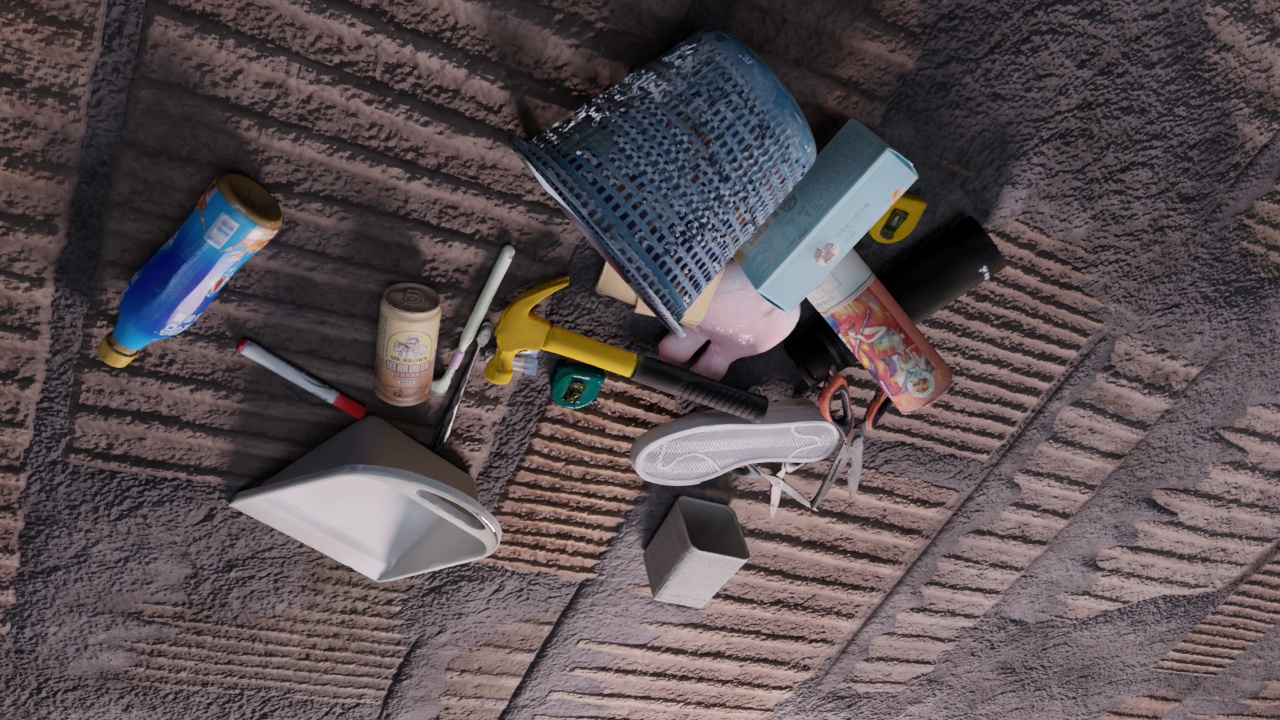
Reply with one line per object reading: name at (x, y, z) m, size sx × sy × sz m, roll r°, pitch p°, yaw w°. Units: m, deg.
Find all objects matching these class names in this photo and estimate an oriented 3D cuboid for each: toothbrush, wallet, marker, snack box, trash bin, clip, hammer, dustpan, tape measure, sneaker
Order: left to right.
marker at (-0.344, 0.020, 0.937) m, size 0.017 × 0.017 × 0.145 m, roll -41°, pitch 125°, yaw 17°
dustpan at (-0.282, 0.178, 0.996) m, size 0.258 × 0.142 × 0.222 m, roll -39°, pitch 126°, yaw 14°
toothbrush at (-0.193, 0.033, 0.987) m, size 0.015 × 0.018 × 0.181 m, roll 16°, pitch 123°, yaw -21°
toothbrush at (-0.172, -0.039, 0.936) m, size 0.029 × 0.020 × 0.190 m, roll -4°, pitch 133°, yaw -51°
clip at (-0.137, -0.001, 0.974) m, size 0.058 × 0.043 × 0.027 m, roll 10°, pitch 126°, yaw -12°
tape measure at (-0.071, 0.028, 1.009) m, size 0.058 × 0.025 × 0.055 m, roll 11°, pitch 122°, yaw -21°
hammer at (-0.006, 0.006, 0.961) m, size 0.300 × 0.032 × 0.129 m, roll 19°, pitch 108°, yaw -12°
wallet at (0.017, -0.081, 0.930) m, size 0.115 × 0.024 × 0.087 m, roll 19°, pitch 126°, yaw -4°
trash bin at (0.033, -0.165, 0.789) m, size 0.195 × 0.226 × 0.226 m, roll -41°, pitch 127°, yaw 1°
sneaker at (0.101, 0.078, 1.053) m, size 0.242 × 0.090 × 0.090 m, roll -6°, pitch 123°, yaw -13°
snack box at (0.166, -0.133, 0.847) m, size 0.051 × 0.074 × 0.175 m, roll 29°, pitch 112°, yaw -33°
tape measure at (0.263, -0.150, 0.960) m, size 0.060 × 0.028 × 0.057 m, roll 9°, pitch 124°, yaw -20°

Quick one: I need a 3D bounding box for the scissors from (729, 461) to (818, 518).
scissors at (0.174, 0.148, 1.159) m, size 0.180 × 0.014 × 0.160 m, roll 23°, pitch 137°, yaw -20°

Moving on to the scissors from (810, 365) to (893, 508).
scissors at (0.245, 0.072, 1.036) m, size 0.189 × 0.015 × 0.227 m, roll -40°, pitch 134°, yaw -9°

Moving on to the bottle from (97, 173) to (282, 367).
bottle at (-0.410, -0.072, 0.820) m, size 0.219 × 0.065 × 0.065 m, roll -41°, pitch 126°, yaw 17°

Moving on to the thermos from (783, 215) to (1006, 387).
thermos at (0.278, -0.059, 1.018) m, size 0.243 × 0.068 × 0.090 m, roll -34°, pitch 159°, yaw 14°

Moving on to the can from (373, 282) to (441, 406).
can at (-0.232, -0.015, 0.913) m, size 0.058 × 0.058 × 0.116 m, roll 3°, pitch 125°, yaw -17°

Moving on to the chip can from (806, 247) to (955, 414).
chip can at (0.231, -0.046, 0.944) m, size 0.071 × 0.071 × 0.214 m, roll -39°, pitch 98°, yaw 15°

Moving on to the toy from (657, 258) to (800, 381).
toy at (0.093, -0.040, 0.982) m, size 0.121 × 0.054 × 0.160 m, roll 37°, pitch 114°, yaw -26°

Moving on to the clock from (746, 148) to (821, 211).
clock at (0.142, -0.167, 0.898) m, size 0.122 × 0.055 × 0.082 m, roll -13°, pitch 127°, yaw -6°

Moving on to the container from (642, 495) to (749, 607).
container at (0.066, 0.249, 1.174) m, size 0.090 × 0.090 × 0.115 m, roll 17°, pitch 124°, yaw -25°
